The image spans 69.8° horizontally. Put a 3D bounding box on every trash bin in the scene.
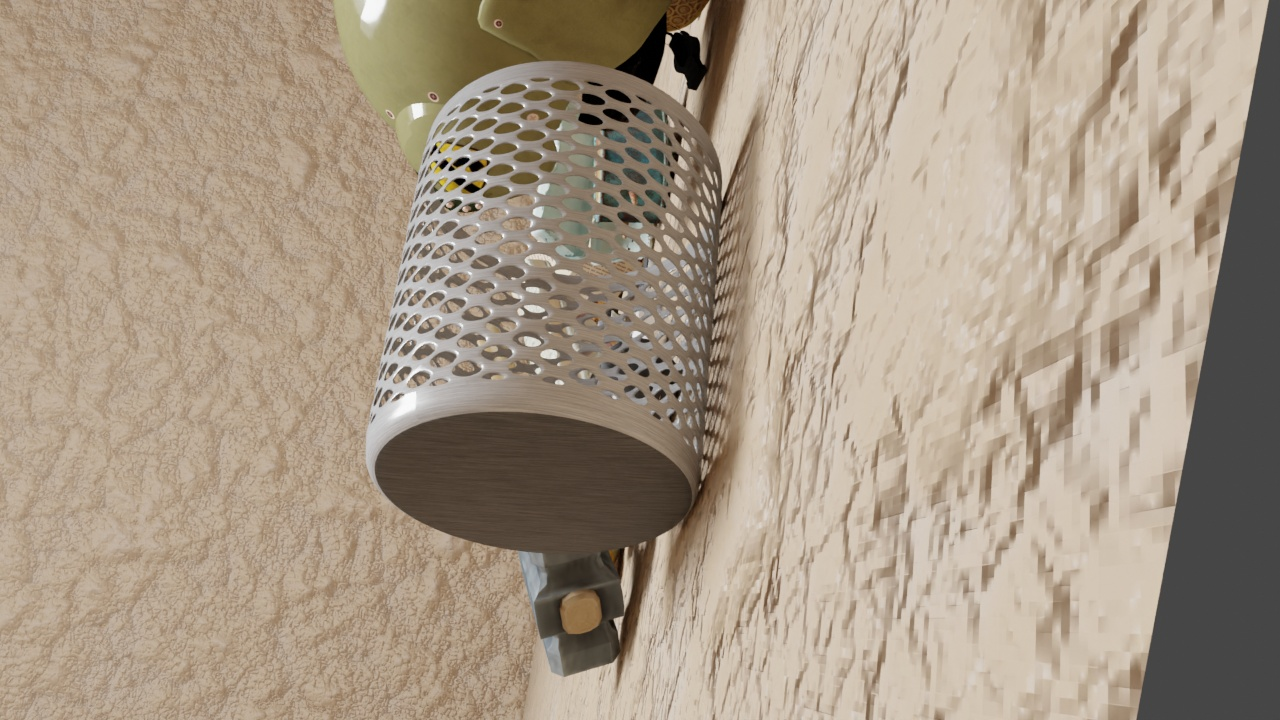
[{"bbox_3d":[-0.040,-0.019,0.437,0.157,0.156,0.183,107,169,-56],"label":"trash bin"}]

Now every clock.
[{"bbox_3d":[-0.005,-0.205,0.869,0.121,0.073,0.157,120,149,-77],"label":"clock"}]

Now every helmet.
[{"bbox_3d":[-0.082,-0.240,0.642,0.233,0.255,0.249,102,175,-60],"label":"helmet"}]

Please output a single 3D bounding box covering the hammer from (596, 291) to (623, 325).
[{"bbox_3d":[-0.017,-0.135,1.102,0.155,0.043,0.323,-88,12,-62],"label":"hammer"}]

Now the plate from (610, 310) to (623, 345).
[{"bbox_3d":[-0.038,0.059,0.982,0.187,0.016,0.186,100,178,-56],"label":"plate"}]

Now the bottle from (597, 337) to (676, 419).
[{"bbox_3d":[-0.009,0.042,0.547,0.047,0.047,0.112,-89,10,-65],"label":"bottle"}]

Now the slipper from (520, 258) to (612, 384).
[{"bbox_3d":[-0.045,0.024,0.688,0.115,0.052,0.262,99,157,-44],"label":"slipper"}]

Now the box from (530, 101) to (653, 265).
[{"bbox_3d":[-0.042,-0.190,0.953,0.078,0.122,0.197,78,-165,-55],"label":"box"}]

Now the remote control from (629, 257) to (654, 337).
[{"bbox_3d":[-0.005,-0.028,0.888,0.045,0.008,0.147,-97,18,-75],"label":"remote control"}]

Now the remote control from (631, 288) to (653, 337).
[{"bbox_3d":[-0.005,0.004,0.790,0.050,0.011,0.135,108,171,-56],"label":"remote control"}]

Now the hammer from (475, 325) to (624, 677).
[{"bbox_3d":[-0.080,0.065,0.652,0.322,0.051,0.117,-121,22,-55],"label":"hammer"}]

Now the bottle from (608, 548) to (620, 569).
[{"bbox_3d":[-0.046,0.130,0.688,0.108,0.063,0.063,-86,8,-45],"label":"bottle"}]

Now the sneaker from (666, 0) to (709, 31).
[{"bbox_3d":[0.034,-0.380,0.707,0.239,0.086,0.122,117,157,-60],"label":"sneaker"}]

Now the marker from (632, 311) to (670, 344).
[{"bbox_3d":[-0.003,0.019,0.665,0.133,0.023,0.027,105,-175,-46],"label":"marker"}]

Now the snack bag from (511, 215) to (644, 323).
[{"bbox_3d":[-0.056,-0.123,1.025,0.207,0.069,0.094,-50,41,26],"label":"snack bag"}]
